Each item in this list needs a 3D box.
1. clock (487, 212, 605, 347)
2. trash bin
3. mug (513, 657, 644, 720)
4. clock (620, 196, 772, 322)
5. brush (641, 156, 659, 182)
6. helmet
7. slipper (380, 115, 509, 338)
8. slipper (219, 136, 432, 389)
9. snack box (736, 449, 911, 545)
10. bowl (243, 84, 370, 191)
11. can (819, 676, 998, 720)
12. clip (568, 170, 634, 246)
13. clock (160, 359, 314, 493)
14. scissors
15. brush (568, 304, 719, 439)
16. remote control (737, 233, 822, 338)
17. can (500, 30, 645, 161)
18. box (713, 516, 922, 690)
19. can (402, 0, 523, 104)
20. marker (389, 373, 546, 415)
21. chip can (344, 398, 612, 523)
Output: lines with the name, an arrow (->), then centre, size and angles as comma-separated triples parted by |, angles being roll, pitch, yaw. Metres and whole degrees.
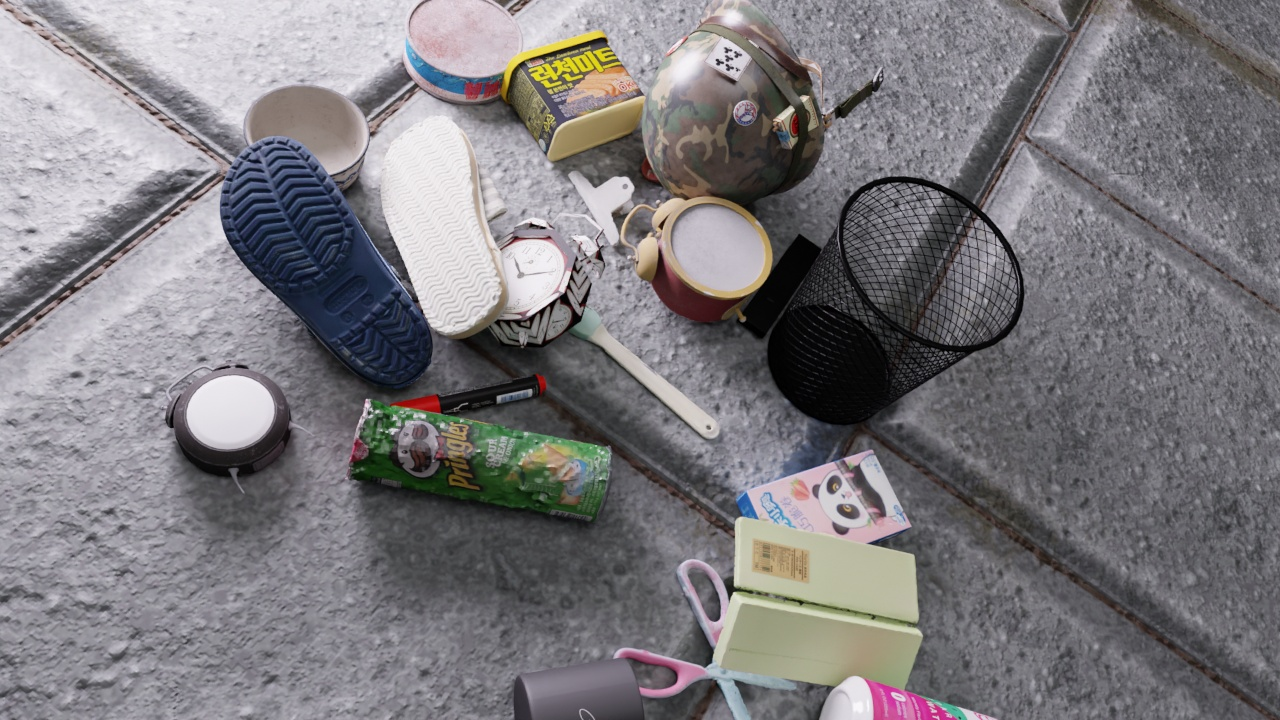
clock -> -0.094, -0.081, 0.895 | 0.115, 0.065, 0.154 | 25, 69, 31
trash bin -> 0.232, -0.043, 0.907 | 0.184, 0.211, 0.183 | 7, 61, -14
mug -> -0.049, 0.299, 0.725 | 0.088, 0.078, 0.113 | -3, 90, -19
clock -> 0.053, -0.107, 0.961 | 0.159, 0.081, 0.116 | 27, 61, -4
brush -> 0.040, -0.279, 1.079 | 0.041, 0.030, 0.172 | 23, 59, -4
helmet -> 0.113, -0.279, 0.990 | 0.235, 0.225, 0.193 | -23, 42, -31
slipper -> -0.186, -0.130, 0.891 | 0.114, 0.054, 0.272 | -25, 57, 7
slipper -> -0.287, -0.079, 0.842 | 0.105, 0.095, 0.253 | -36, 95, -11
snack box -> 0.178, 0.149, 0.894 | 0.154, 0.033, 0.088 | -14, 68, -23
bowl -> -0.328, -0.209, 0.909 | 0.115, 0.059, 0.115 | 7, 61, -14
can -> 0.241, 0.334, 0.783 | 0.166, 0.088, 0.088 | 19, 59, -7
clip -> -0.033, -0.174, 1.009 | 0.054, 0.041, 0.101 | -28, 74, -8
clock -> -0.348, 0.047, 0.777 | 0.123, 0.044, 0.091 | 41, 59, 7
scissors -> 0.062, 0.253, 0.814 | 0.170, 0.014, 0.167 | 15, 60, -9
brush -> -0.005, 0.005, 0.926 | 0.217, 0.012, 0.033 | 40, 58, 4
remote control -> 0.157, -0.085, 1.022 | 0.034, 0.013, 0.149 | 35, 58, 4
can -> -0.073, -0.296, 1.029 | 0.130, 0.073, 0.101 | -27, 76, -27
box -> 0.164, 0.222, 0.821 | 0.187, 0.048, 0.140 | 16, 73, -15
can -> -0.200, -0.353, 1.034 | 0.130, 0.044, 0.129 | 7, 61, -14
marker -> -0.158, 0.037, 0.856 | 0.144, 0.021, 0.023 | -12, 97, -22
chip can -> -0.135, 0.090, 0.804 | 0.223, 0.076, 0.075 | 12, 60, -11
